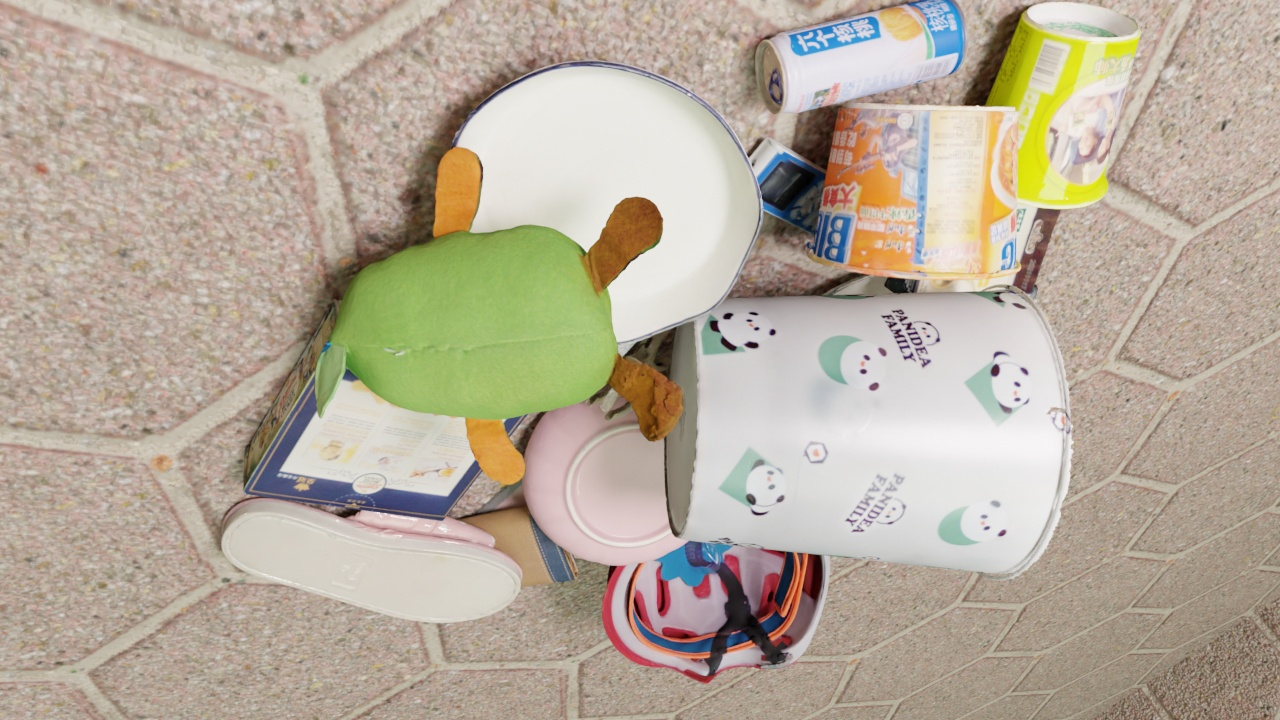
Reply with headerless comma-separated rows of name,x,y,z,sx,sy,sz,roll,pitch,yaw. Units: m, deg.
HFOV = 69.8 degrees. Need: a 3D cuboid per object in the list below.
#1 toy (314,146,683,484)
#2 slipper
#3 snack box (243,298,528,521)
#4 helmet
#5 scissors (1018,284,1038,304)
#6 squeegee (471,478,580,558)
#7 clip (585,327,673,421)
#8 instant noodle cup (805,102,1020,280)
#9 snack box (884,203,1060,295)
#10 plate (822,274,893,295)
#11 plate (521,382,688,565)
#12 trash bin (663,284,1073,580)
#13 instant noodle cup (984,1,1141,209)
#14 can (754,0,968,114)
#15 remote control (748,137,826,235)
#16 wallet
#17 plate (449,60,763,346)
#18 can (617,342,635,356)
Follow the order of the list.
toy,-0.094,-0.022,0.591,0.247,0.089,0.227,-2,103,15
slipper,-0.240,0.176,0.843,0.274,0.054,0.114,18,121,-23
snack box,-0.198,0.050,0.739,0.177,0.045,0.183,17,125,-38
helmet,0.069,0.218,0.973,0.240,0.144,0.207,-4,108,-9
scissors,0.357,-0.005,0.941,0.178,0.014,0.160,-20,133,-33
squeegee,-0.064,0.191,0.967,0.248,0.040,0.249,-42,137,20
clip,-0.004,0.008,0.783,0.099,0.034,0.070,-44,143,-17
instant noodle cup,0.198,-0.125,0.656,0.151,0.151,0.111,-5,107,-22
snack box,0.281,-0.109,0.774,0.125,0.053,0.113,-8,124,-23
plate,0.203,0.026,0.880,0.162,0.034,0.266,-22,129,-14
plate,-0.010,0.107,0.831,0.192,0.039,0.192,-3,109,-10
trash bin,0.153,0.050,0.709,0.252,0.229,0.230,2,136,-6
instant noodle cup,0.309,-0.194,0.682,0.111,0.111,0.124,-10,130,-16
can,0.149,-0.206,0.622,0.134,0.053,0.053,-16,139,-9
remote control,0.127,-0.131,0.717,0.124,0.024,0.049,17,125,-40
wallet,-0.126,0.185,0.894,0.115,0.033,0.090,-13,114,10
plate,-0.025,-0.104,0.610,0.205,0.045,0.205,2,128,3
can,-0.024,-0.035,0.722,0.058,0.058,0.147,20,123,-40
